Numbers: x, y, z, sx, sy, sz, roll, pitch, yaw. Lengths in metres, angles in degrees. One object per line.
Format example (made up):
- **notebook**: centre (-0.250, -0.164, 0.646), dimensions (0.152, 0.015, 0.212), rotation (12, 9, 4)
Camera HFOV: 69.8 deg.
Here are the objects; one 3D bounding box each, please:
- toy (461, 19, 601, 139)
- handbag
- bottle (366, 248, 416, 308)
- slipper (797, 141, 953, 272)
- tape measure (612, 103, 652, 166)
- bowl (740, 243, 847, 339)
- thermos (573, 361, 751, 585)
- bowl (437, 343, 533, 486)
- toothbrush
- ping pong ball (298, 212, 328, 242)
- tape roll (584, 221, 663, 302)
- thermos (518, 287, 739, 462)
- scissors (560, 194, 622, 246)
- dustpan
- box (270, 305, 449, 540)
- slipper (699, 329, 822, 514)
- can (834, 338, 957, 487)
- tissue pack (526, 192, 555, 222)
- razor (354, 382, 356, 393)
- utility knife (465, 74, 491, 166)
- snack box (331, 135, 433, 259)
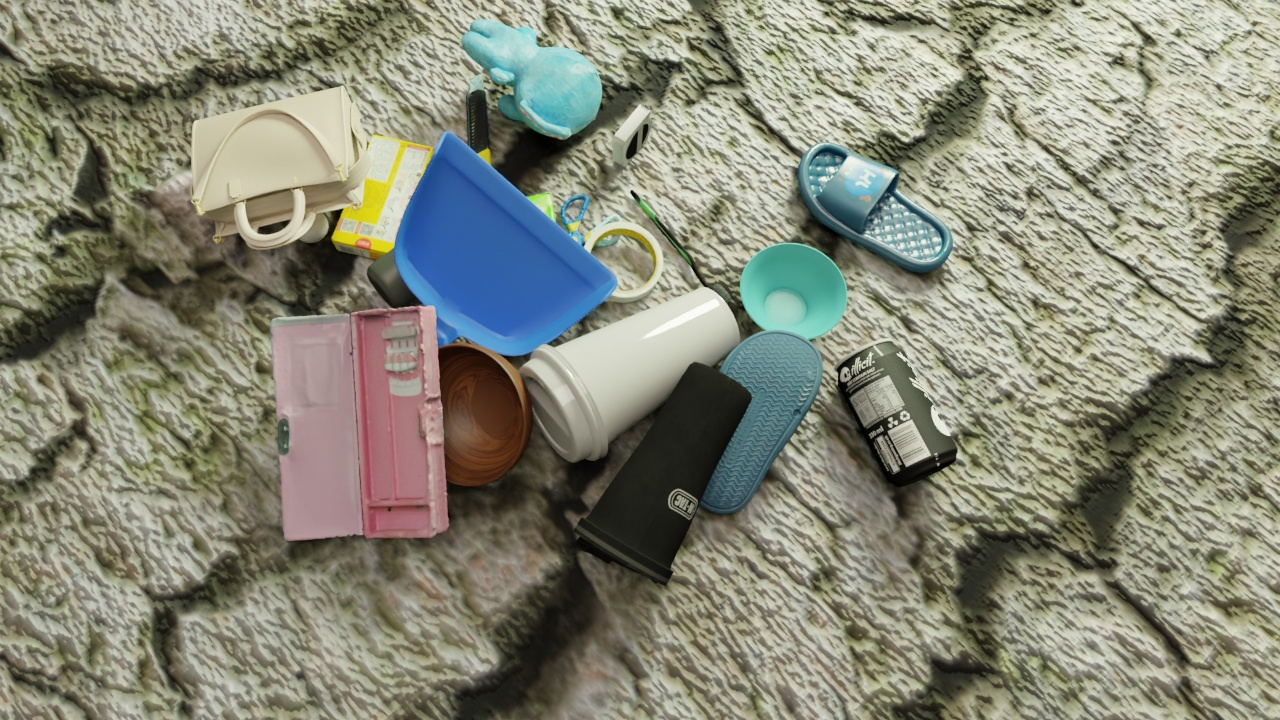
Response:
- **toy**: centre (-0.135, -0.335, 1.106), dimensions (0.180, 0.115, 0.183), rotation (26, 45, -12)
- **handbag**: centre (-0.396, -0.197, 1.011), dimensions (0.194, 0.101, 0.197), rotation (-14, 53, -2)
- **bottle**: centre (-0.249, -0.110, 1.031), dimensions (0.108, 0.060, 0.060), rotation (-40, 76, -17)
- **slipper**: centre (0.279, -0.185, 1.098), dimensions (0.214, 0.059, 0.103), rotation (40, 73, 10)
- **tape measure**: centre (-0.010, -0.272, 1.109), dimensions (0.017, 0.065, 0.064), rotation (34, 72, 9)
- **bowl**: centre (0.171, -0.070, 1.050), dimensions (0.121, 0.046, 0.121), rotation (1, 68, -3)
- **thermos**: centre (0.028, 0.112, 0.915), dimensions (0.106, 0.106, 0.218), rotation (29, 82, 8)
- **bowl**: centre (-0.168, 0.052, 0.958), dimensions (0.147, 0.068, 0.147), rotation (3, 99, 23)
- **toothbrush**: centre (0.046, -0.135, 1.086), dimensions (0.017, 0.014, 0.188), rotation (-29, 73, -28)
- **ping pong ball**: centre (-0.379, -0.155, 1.051), dimensions (0.040, 0.040, 0.040), rotation (1, 68, -3)
- **tape roll**: centre (-0.021, -0.114, 1.063), dimensions (0.094, 0.019, 0.094), rotation (2, 75, -9)
- **thermos**: centre (-0.006, 0.006, 0.974), dimensions (0.221, 0.132, 0.131), rotation (-29, 73, -22)
- **scissors**: centre (-0.069, -0.134, 1.081), dimensions (0.097, 0.020, 0.132), rotation (17, 69, 5)
- **dustpan**: centre (-0.195, -0.065, 0.990), dimensions (0.245, 0.059, 0.258), rotation (40, 97, -18)
- **box**: centre (-0.282, 0.064, 0.933), dimensions (0.180, 0.050, 0.232), rotation (-3, 89, 12)
- **slipper**: centre (0.115, 0.063, 0.987), dimensions (0.104, 0.059, 0.213), rotation (29, 85, 5)
- **can**: centre (0.274, 0.056, 0.988), dimensions (0.080, 0.080, 0.146), rotation (-20, 71, -11)
- **tissue pack**: centre (-0.145, -0.138, 1.059), dimensions (0.099, 0.034, 0.114), rotation (-8, 71, -1)
- **razor**: centre (-0.293, 0.021, 0.999), dimensions (0.140, 0.018, 0.044), rotation (-36, 74, -16)
- **utility knife**: centre (-0.198, -0.274, 1.122), dimensions (0.028, 0.020, 0.186), rotation (-3, 70, -7)
- **snack box**: centre (-0.300, -0.191, 1.079), dimensions (0.075, 0.025, 0.152), rotation (13, 68, 1)
